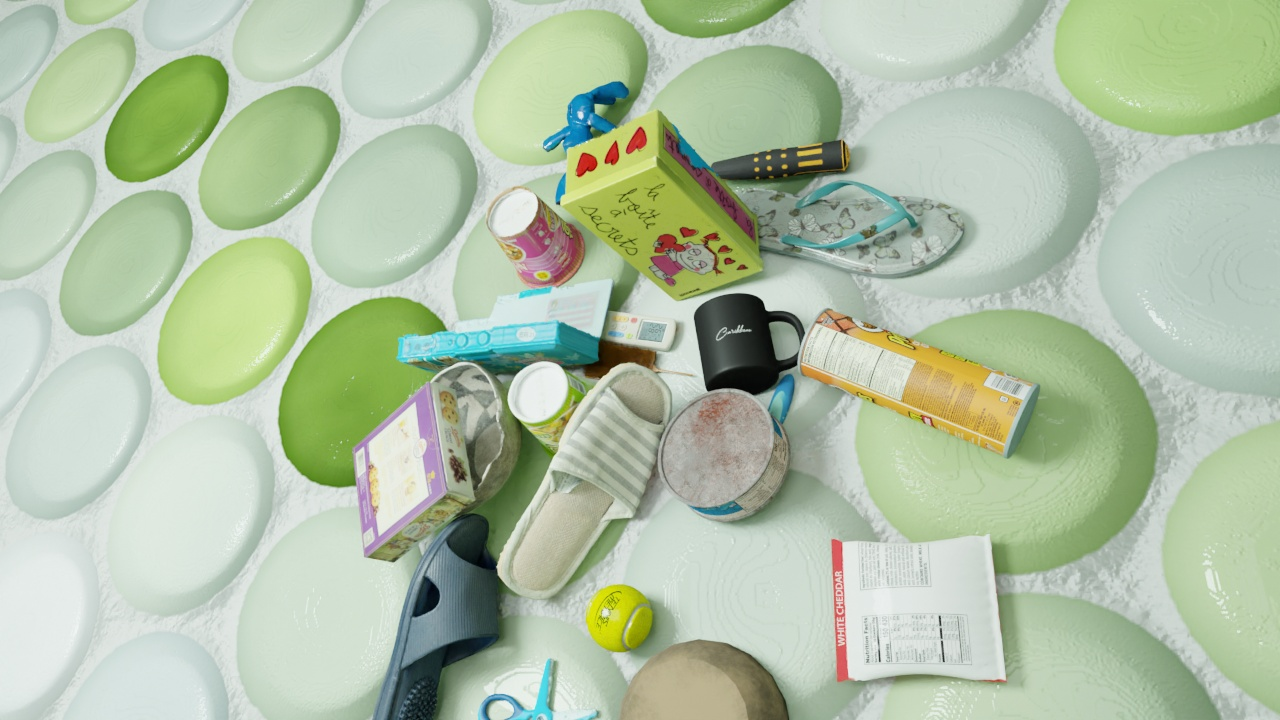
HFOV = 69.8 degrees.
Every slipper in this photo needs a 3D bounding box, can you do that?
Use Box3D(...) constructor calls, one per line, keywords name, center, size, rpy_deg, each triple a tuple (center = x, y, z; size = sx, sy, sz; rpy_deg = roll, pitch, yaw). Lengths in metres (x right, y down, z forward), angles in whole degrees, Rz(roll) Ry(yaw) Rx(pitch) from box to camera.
Box3D(name="slipper", center=(0.212, -0.149, 1.010), size=(0.269, 0.054, 0.098), rpy_deg=(9, 73, 27))
Box3D(name="slipper", center=(-0.198, 0.290, 0.949), size=(0.083, 0.101, 0.263), rpy_deg=(11, 75, 27))
Box3D(name="slipper", center=(-0.054, 0.130, 0.958), size=(0.272, 0.114, 0.054), rpy_deg=(-60, 31, -2))

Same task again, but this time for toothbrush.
Box3D(name="toothbrush", center=(0.134, 0.075, 0.961), size=(0.022, 0.017, 0.135), rpy_deg=(15, 71, 28))

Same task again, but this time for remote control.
Box3D(name="remote control", center=(-0.017, -0.036, 1.070), size=(0.126, 0.018, 0.038), rpy_deg=(8, 71, 24))

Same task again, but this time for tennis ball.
Box3D(name="tennis ball", center=(-0.021, 0.256, 0.911), size=(0.065, 0.065, 0.065), rpy_deg=(-9, 64, 18))

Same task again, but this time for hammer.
Box3D(name="hammer", center=(0.085, -0.223, 1.091), size=(0.321, 0.036, 0.123), rpy_deg=(-3, 38, 17))

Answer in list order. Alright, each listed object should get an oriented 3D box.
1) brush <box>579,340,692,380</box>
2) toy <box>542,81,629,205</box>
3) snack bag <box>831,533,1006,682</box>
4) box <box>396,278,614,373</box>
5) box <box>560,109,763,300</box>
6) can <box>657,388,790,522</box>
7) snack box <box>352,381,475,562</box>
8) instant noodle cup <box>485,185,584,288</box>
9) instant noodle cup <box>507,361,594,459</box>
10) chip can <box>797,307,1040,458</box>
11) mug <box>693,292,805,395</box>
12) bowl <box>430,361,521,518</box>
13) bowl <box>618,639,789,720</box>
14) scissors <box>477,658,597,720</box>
Box3D(name="brush", center=(-0.006, 0.006, 1.043), size=(0.126, 0.017, 0.048), rpy_deg=(8, 78, 25))
Box3D(name="toy", center=(-0.068, -0.293, 1.170), size=(0.113, 0.071, 0.176), rpy_deg=(-14, 51, 55))
Box3D(name="snack bag", center=(0.248, 0.223, 0.832), size=(0.144, 0.039, 0.130), rpy_deg=(-7, 64, 20))
Box3D(name="box", center=(-0.151, -0.027, 1.083), size=(0.228, 0.169, 0.086), rpy_deg=(-5, 110, 27))
Box3D(name="box", center=(0.027, -0.158, 0.979), size=(0.125, 0.221, 0.082), rpy_deg=(-16, 61, 28))
Box3D(name="can", center=(0.085, 0.096, 0.938), size=(0.130, 0.044, 0.129), rpy_deg=(-17, 54, 25))
Box3D(name="snack box", center=(-0.250, 0.121, 0.996), size=(0.148, 0.040, 0.143), rpy_deg=(-38, 51, 26))
Box3D(name="instant noodle cup", center=(-0.133, -0.153, 1.117), size=(0.098, 0.108, 0.097), rpy_deg=(-9, 64, 19))
Box3D(name="instant noodle cup", center=(-0.089, 0.053, 1.007), size=(0.099, 0.108, 0.098), rpy_deg=(-9, 63, 19))
Box3D(name="chip can", center=(0.267, 0.019, 0.896), size=(0.215, 0.075, 0.075), rpy_deg=(24, 77, 29))
Box3D(name="mug", center=(0.119, -0.017, 0.975), size=(0.113, 0.078, 0.087), rpy_deg=(-10, 63, 5))
Box3D(name="bowl", center=(-0.192, 0.098, 1.038), size=(0.179, 0.081, 0.178), rpy_deg=(-19, 60, 35))
Box3D(name="bowl", center=(0.052, 0.337, 0.841), size=(0.162, 0.070, 0.162), rpy_deg=(-9, 64, 18))
Box3D(name="scissors", center=(-0.108, 0.370, 0.927), size=(0.140, 0.011, 0.133), rpy_deg=(-3, 69, 22))
